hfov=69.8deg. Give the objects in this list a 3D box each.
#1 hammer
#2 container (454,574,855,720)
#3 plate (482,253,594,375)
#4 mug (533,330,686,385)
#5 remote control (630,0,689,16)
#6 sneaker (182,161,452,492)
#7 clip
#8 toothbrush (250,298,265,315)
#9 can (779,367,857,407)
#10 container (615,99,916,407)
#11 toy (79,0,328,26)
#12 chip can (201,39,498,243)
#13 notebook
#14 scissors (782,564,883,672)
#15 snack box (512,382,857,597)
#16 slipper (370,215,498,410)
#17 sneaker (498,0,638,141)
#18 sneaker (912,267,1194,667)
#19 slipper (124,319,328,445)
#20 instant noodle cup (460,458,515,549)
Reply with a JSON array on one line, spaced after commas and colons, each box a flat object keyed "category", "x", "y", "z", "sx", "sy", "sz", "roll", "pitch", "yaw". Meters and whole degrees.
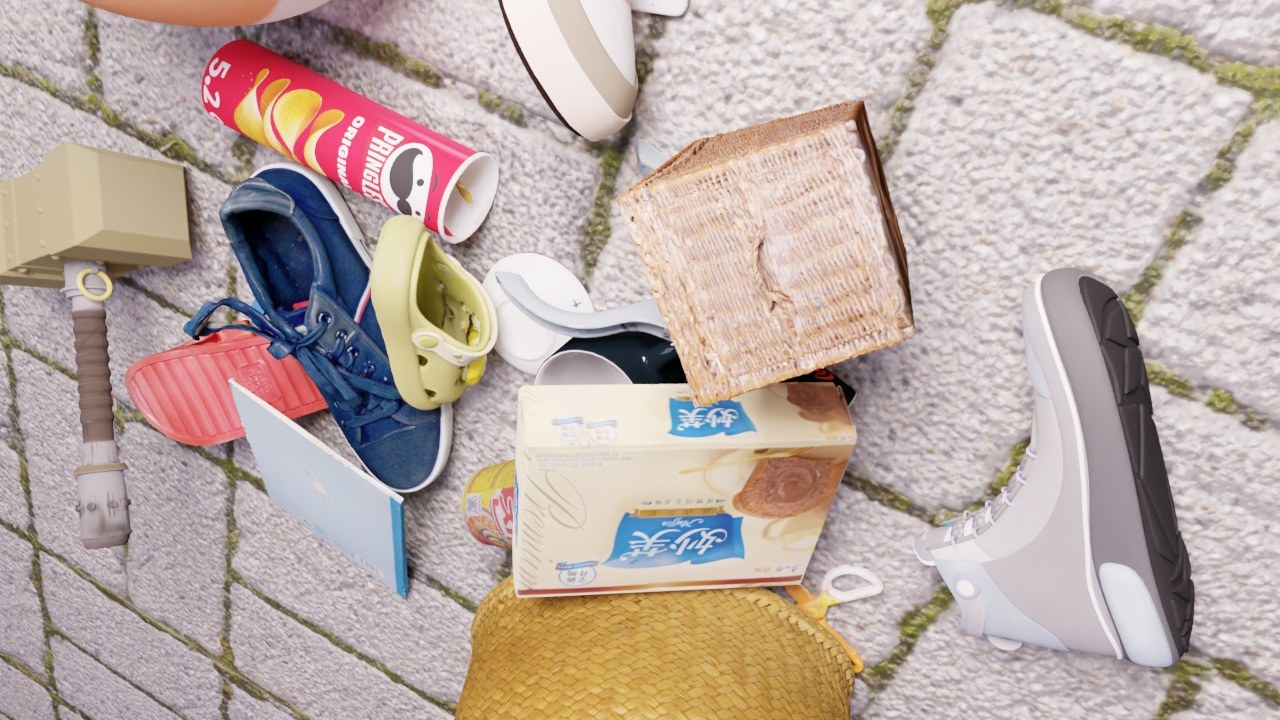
[{"category": "hammer", "x": -0.476, "y": -0.001, "z": 0.796, "sx": 0.191, "sy": 0.100, "sz": 0.324, "roll": -10, "pitch": 85, "yaw": 30}, {"category": "container", "x": 0.000, "y": 0.308, "z": 0.690, "sx": 0.307, "sy": 0.196, "sz": 0.308, "roll": 5, "pitch": 130, "yaw": 6}, {"category": "plate", "x": -0.085, "y": -0.030, "z": 0.710, "sx": 0.104, "sy": 0.026, "sz": 0.104, "roll": 11, "pitch": 119, "yaw": 21}, {"category": "mug", "x": -0.004, "y": 0.004, "z": 0.645, "sx": 0.122, "sy": 0.094, "sz": 0.085, "roll": -32, "pitch": 98, "yaw": 34}, {"category": "remote control", "x": 0.014, "y": -0.283, "z": 0.543, "sx": 0.045, "sy": 0.008, "sz": 0.147, "roll": 16, "pitch": 120, "yaw": 19}, {"category": "sneaker", "x": -0.249, "y": -0.006, "z": 0.729, "sx": 0.121, "sy": 0.127, "sz": 0.295, "roll": -18, "pitch": 111, "yaw": 12}, {"category": "clip", "x": -0.027, "y": -0.051, "z": 0.592, "sx": 0.164, "sy": 0.031, "sz": 0.168, "roll": -18, "pitch": 76, "yaw": -4}, {"category": "toothbrush", "x": -0.311, "y": -0.083, "z": 0.807, "sx": 0.016, "sy": 0.014, "sz": 0.167, "roll": 47, "pitch": 129, "yaw": -4}, {"category": "can", "x": 0.107, "y": 0.010, "z": 0.630, "sx": 0.080, "sy": 0.031, "sz": 0.032, "roll": 38, "pitch": 125, "yaw": 5}, {"category": "container", "x": 0.079, "y": -0.071, "z": 0.504, "sx": 0.113, "sy": 0.198, "sz": 0.114, "roll": -15, "pitch": 106, "yaw": 19}, {"category": "toy", "x": -0.266, "y": -0.320, "z": 0.504, "sx": 0.266, "sy": 0.279, "sz": 0.263, "roll": -15, "pitch": 108, "yaw": 52}, {"category": "chip can", "x": -0.217, "y": -0.165, "z": 0.681, "sx": 0.220, "sy": 0.069, "sz": 0.069, "roll": 27, "pitch": 124, "yaw": 12}, {"category": "notebook", "x": -0.287, "y": 0.128, "z": 0.842, "sx": 0.181, "sy": 0.009, "sz": 0.254, "roll": 34, "pitch": 148, "yaw": 8}, {"category": "scissors", "x": 0.140, "y": 0.194, "z": 0.720, "sx": 0.125, "sy": 0.011, "sz": 0.131, "roll": 46, "pitch": 124, "yaw": -3}, {"category": "snack box", "x": 0.022, "y": 0.087, "z": 0.606, "sx": 0.207, "sy": 0.055, "sz": 0.154, "roll": 0, "pitch": 131, "yaw": -10}, {"category": "slipper", "x": -0.146, "y": -0.033, "z": 0.684, "sx": 0.081, "sy": 0.091, "sz": 0.191, "roll": 3, "pitch": 149, "yaw": 1}, {"category": "sneaker", "x": -0.029, "y": -0.279, "z": 0.518, "sx": 0.116, "sy": 0.111, "sz": 0.294, "roll": -11, "pitch": 108, "yaw": 15}, {"category": "sneaker", "x": 0.236, "y": 0.074, "z": 0.573, "sx": 0.161, "sy": 0.092, "sz": 0.257, "roll": -11, "pitch": 108, "yaw": 39}, {"category": "slipper", "x": -0.356, "y": 0.014, "z": 0.849, "sx": 0.249, "sy": 0.059, "sz": 0.103, "roll": -11, "pitch": 111, "yaw": 14}, {"category": "instant noodle cup", "x": -0.085, "y": 0.118, "z": 0.749, "sx": 0.113, "sy": 0.100, "sz": 0.100, "roll": -11, "pitch": 109, "yaw": 38}]
